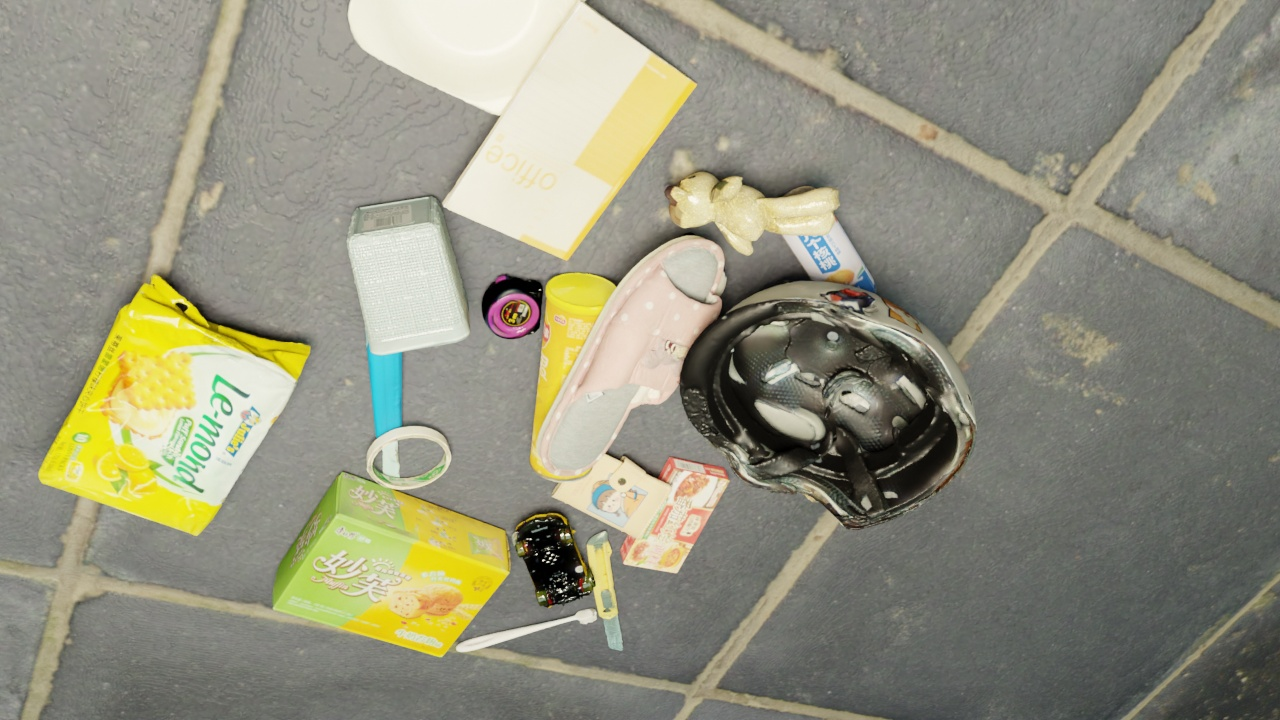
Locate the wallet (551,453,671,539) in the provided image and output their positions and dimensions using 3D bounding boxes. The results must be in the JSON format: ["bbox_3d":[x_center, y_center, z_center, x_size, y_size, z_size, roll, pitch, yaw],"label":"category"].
[{"bbox_3d":[-0.030,0.146,1.036,0.115,0.024,0.087,30,115,-12],"label":"wallet"}]

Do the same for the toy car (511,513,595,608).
[{"bbox_3d":[-0.101,0.232,1.075,0.071,0.041,0.156,-18,127,-1],"label":"toy car"}]

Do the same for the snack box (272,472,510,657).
[{"bbox_3d":[-0.273,0.232,1.017,0.210,0.070,0.158,27,114,-27],"label":"snack box"}]

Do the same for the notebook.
[{"bbox_3d":[-0.060,-0.190,0.803,0.145,0.010,0.207,20,117,-43],"label":"notebook"}]

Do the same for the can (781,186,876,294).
[{"bbox_3d":[0.183,-0.107,0.910,0.053,0.053,0.134,-35,124,10],"label":"can"}]

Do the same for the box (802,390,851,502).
[{"bbox_3d":[0.233,0.069,1.019,0.184,0.089,0.062,-44,121,13],"label":"box"}]

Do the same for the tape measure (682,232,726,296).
[{"bbox_3d":[0.050,-0.084,0.907,0.066,0.033,0.066,37,110,-28],"label":"tape measure"}]

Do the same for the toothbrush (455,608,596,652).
[{"bbox_3d":[-0.143,0.341,1.154,0.180,0.016,0.016,-13,131,-6],"label":"toothbrush"}]

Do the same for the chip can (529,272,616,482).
[{"bbox_3d":[-0.069,0.021,0.925,0.072,0.072,0.214,1,122,-14],"label":"chip can"}]

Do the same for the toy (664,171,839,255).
[{"bbox_3d":[0.102,-0.142,0.838,0.157,0.066,0.105,6,159,16],"label":"toy"}]

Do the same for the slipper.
[{"bbox_3d":[-0.005,0.005,0.869,0.114,0.054,0.275,22,108,-46],"label":"slipper"}]

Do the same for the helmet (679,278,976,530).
[{"bbox_3d":[0.187,0.019,0.892,0.274,0.156,0.231,27,127,3],"label":"helmet"}]

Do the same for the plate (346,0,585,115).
[{"bbox_3d":[-0.133,-0.293,0.725,0.164,0.034,0.164,22,116,-26],"label":"plate"}]

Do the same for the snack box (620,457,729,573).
[{"bbox_3d":[0.039,0.185,1.087,0.075,0.025,0.153,15,118,-21],"label":"snack box"}]

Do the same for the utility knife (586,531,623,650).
[{"bbox_3d":[-0.042,0.293,1.149,0.031,0.022,0.216,-8,129,-1],"label":"utility knife"}]

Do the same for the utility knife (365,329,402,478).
[{"bbox_3d":[-0.258,0.051,0.933,0.034,0.018,0.219,-3,127,-16],"label":"utility knife"}]

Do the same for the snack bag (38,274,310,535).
[{"bbox_3d":[-0.437,0.048,0.859,0.158,0.068,0.247,28,113,-27],"label":"snack bag"}]

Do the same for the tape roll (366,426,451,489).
[{"bbox_3d":[-0.243,0.103,0.963,0.085,0.014,0.086,-12,136,-12],"label":"tape roll"}]

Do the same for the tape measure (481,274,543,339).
[{"bbox_3d":[-0.124,-0.052,0.885,0.057,0.039,0.057,-4,124,-16],"label":"tape measure"}]

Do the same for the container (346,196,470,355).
[{"bbox_3d":[-0.208,-0.079,0.819,0.090,0.090,0.112,-11,121,-7],"label":"container"}]
